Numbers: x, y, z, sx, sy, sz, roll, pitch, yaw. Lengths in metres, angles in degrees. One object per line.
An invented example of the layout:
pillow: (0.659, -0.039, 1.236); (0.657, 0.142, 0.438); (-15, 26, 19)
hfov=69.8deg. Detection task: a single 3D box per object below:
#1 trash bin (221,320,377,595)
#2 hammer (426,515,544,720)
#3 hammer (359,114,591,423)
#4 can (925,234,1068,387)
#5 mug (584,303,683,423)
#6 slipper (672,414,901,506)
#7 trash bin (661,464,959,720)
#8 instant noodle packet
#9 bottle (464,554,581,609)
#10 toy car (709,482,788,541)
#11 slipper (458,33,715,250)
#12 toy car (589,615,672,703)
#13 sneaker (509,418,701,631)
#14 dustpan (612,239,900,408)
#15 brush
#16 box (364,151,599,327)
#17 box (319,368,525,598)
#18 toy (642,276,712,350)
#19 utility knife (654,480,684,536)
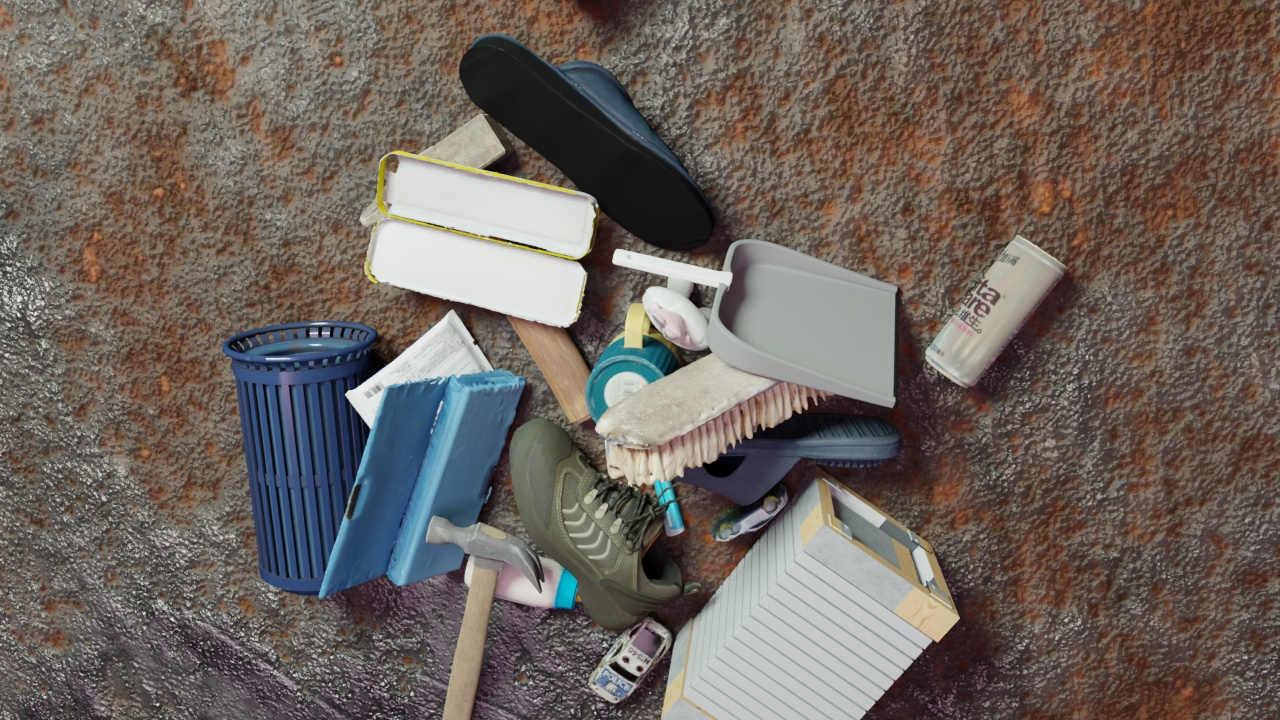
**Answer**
trash bin: (-0.323, 0.097, 0.910); (0.139, 0.139, 0.250); (2, 106, 7)
hammer: (-0.179, 0.302, 0.960); (0.119, 0.030, 0.332); (14, 119, -2)
hammer: (-0.130, -0.067, 0.890); (0.158, 0.037, 0.301); (-30, 98, 14)
can: (0.317, -0.042, 0.825); (0.054, 0.054, 0.136); (33, 107, -1)
mug: (-0.005, 0.005, 0.856); (0.083, 0.107, 0.114); (4, 105, 9)
slipper: (0.112, 0.097, 0.868); (0.264, 0.101, 0.082); (1, 104, 4)
trash bin: (0.155, 0.256, 0.879); (0.142, 0.142, 0.247); (35, 106, -2)
instant noodle packet: (-0.206, 0.025, 0.885); (0.026, 0.134, 0.087); (3, 130, 52)
bottle: (-0.108, 0.231, 0.958); (0.146, 0.051, 0.051); (13, 106, 5)
toy car: (0.109, 0.154, 0.913); (0.090, 0.038, 0.027); (-35, 101, 15)
slipper: (-0.029, -0.204, 0.810); (0.265, 0.083, 0.109); (37, 151, -18)
toy car: (-0.012, 0.321, 0.973); (0.048, 0.040, 0.113); (35, 107, -1)
sneaker: (-0.023, 0.152, 0.888); (0.143, 0.100, 0.238); (-23, 105, 28)
dustpan: (0.100, -0.053, 0.798); (0.258, 0.162, 0.033); (13, 131, 5)
brush: (0.080, 0.027, 0.788); (0.083, 0.270, 0.057); (25, 131, 46)
box: (-0.147, -0.112, 0.846); (0.209, 0.034, 0.129); (13, 103, 3)
box: (-0.209, 0.119, 0.885); (0.033, 0.174, 0.232); (32, 111, 30)
toy: (0.035, -0.040, 0.830); (0.076, 0.125, 0.037); (47, 116, -3)
utility knife: (0.021, 0.124, 0.931); (0.022, 0.015, 0.116); (-8, 103, 38)
